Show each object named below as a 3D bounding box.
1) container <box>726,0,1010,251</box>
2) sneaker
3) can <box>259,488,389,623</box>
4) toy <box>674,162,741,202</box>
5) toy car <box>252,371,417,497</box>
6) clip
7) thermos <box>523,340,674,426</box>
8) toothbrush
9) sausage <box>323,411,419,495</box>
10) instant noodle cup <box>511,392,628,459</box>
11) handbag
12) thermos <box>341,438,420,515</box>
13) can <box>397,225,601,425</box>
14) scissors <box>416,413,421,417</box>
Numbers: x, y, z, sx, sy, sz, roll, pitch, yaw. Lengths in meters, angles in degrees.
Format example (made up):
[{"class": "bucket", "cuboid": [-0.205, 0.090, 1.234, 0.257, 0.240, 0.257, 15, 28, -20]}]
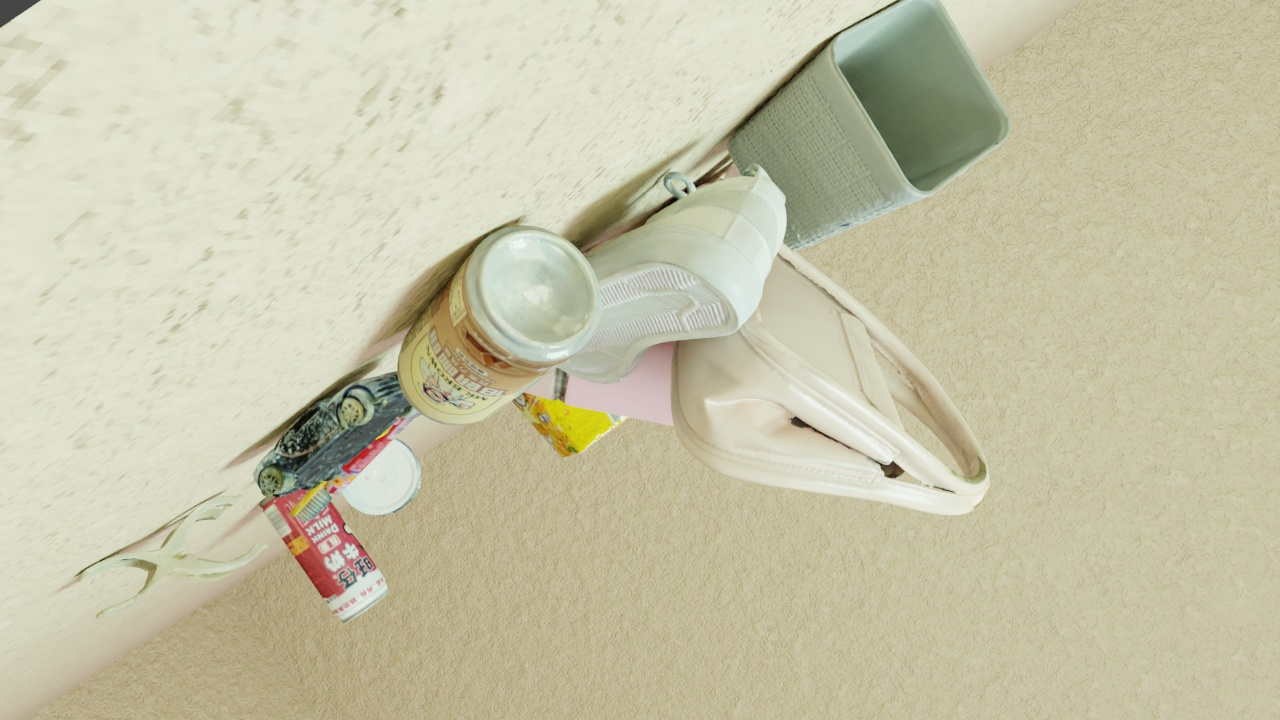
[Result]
[{"class": "container", "cuboid": [0.118, -0.124, 0.507, 0.090, 0.090, 0.114, -34, -175, -28]}, {"class": "sneaker", "cuboid": [-0.001, -0.051, 0.546, 0.243, 0.089, 0.090, -19, -143, 60]}, {"class": "can", "cuboid": [-0.287, 0.171, 0.837, 0.053, 0.133, 0.053, -34, -179, 1]}, {"class": "toy", "cuboid": [0.057, -0.110, 0.670, 0.160, 0.054, 0.121, -42, 174, 34]}, {"class": "toy car", "cuboid": [-0.162, 0.037, 0.492, 0.106, 0.031, 0.049, -37, 172, 17]}, {"class": "clip", "cuboid": [-0.288, 0.108, 0.562, 0.104, 0.084, 0.035, 1, 156, -45]}, {"class": "thermos", "cuboid": [-0.004, 0.004, 0.693, 0.087, 0.198, 0.067, -77, 178, -51]}, {"class": "toothbrush", "cuboid": [-0.167, 0.043, 0.610, 0.191, 0.018, 0.016, -44, -171, 9]}, {"class": "sausage", "cuboid": [-0.171, 0.042, 0.642, 0.156, 0.020, 0.020, -44, -179, 4]}, {"class": "instant noodle cup", "cuboid": [-0.069, 0.017, 0.843, 0.115, 0.123, 0.116, -35, -178, -21]}, {"class": "handbag", "cuboid": [0.135, 0.021, 0.603, 0.094, 0.234, 0.193, -56, -165, 28]}, {"class": "thermos", "cuboid": [-0.250, 0.112, 0.865, 0.073, 0.073, 0.225, -35, -178, -19]}, {"class": "can", "cuboid": [-0.066, -0.011, 0.407, 0.058, 0.058, 0.117, -35, -178, -34]}, {"class": "scissors", "cuboid": [-0.222, 0.052, 0.895, 0.163, 0.012, 0.174, -32, -178, 40]}]
